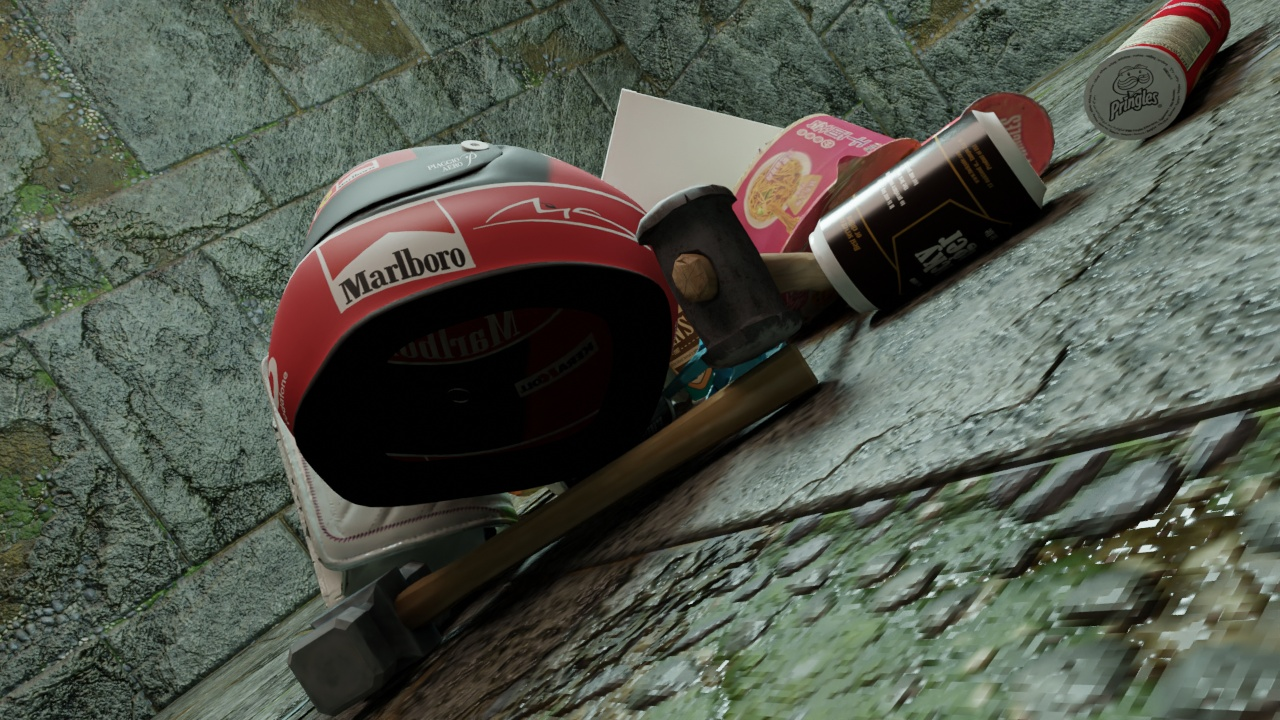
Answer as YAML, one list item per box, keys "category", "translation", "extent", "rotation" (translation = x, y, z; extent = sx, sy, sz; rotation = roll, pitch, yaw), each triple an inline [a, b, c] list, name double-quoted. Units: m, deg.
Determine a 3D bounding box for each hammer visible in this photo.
- category: "hammer"
  translation: [-0.045, 0.088, 0.519]
  extent: [0.323, 0.051, 0.117]
  rotation: [-33, -1, 8]
- category: "hammer"
  translation: [0.108, -0.059, 0.614]
  extent: [0.052, 0.098, 0.327]
  rotation: [-33, -12, 30]

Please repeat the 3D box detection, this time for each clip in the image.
- category: "clip"
  translation: [0.072, 0.011, 0.643]
  extent: [0.031, 0.121, 0.129]
  rotation: [-29, 35, 40]

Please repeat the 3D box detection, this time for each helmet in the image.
- category: "helmet"
  translation: [-0.110, -0.037, 0.598]
  extent: [0.270, 0.224, 0.198]
  rotation: [-8, -56, -29]

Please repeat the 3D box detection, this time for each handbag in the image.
- category: "handbag"
  translation: [-0.185, 0.075, 0.675]
  extent: [0.141, 0.198, 0.096]
  rotation: [-13, -40, -25]

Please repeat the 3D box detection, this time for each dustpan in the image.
- category: "dustpan"
  translation: [0.047, -0.107, 0.870]
  extent: [0.053, 0.191, 0.258]
  rotation: [-92, 15, -66]

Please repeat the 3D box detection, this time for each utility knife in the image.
- category: "utility knife"
  translation: [-0.190, 0.205, 0.671]
  extent: [0.224, 0.015, 0.031]
  rotation: [-39, -1, -35]

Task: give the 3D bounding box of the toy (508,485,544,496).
- category: "toy"
  translation: [-0.072, 0.080, 0.897]
  extent: [0.154, 0.064, 0.171]
  rotation: [-42, 4, -17]

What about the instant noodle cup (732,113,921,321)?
- category: "instant noodle cup"
  translation: [0.140, -0.121, 0.744]
  extent: [0.178, 0.077, 0.179]
  rotation: [-35, -27, -21]

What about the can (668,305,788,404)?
- category: "can"
  translation: [0.044, -0.049, 0.789]
  extent: [0.099, 0.144, 0.099]
  rotation: [-36, 2, 1]

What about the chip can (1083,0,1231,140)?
- category: "chip can"
  translation: [0.339, -0.196, 0.592]
  extent: [0.052, 0.052, 0.214]
  rotation: [-34, 2, 46]

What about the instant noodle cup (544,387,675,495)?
- category: "instant noodle cup"
  translation: [-0.057, 0.041, 0.749]
  extent: [0.112, 0.137, 0.137]
  rotation: [-46, 5, -17]

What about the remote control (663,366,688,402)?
- category: "remote control"
  translation: [-0.005, 0.005, 0.823]
  extent: [0.050, 0.143, 0.024]
  rotation: [10, 73, 35]

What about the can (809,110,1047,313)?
- category: "can"
  translation: [0.175, -0.089, 0.564]
  extent: [0.129, 0.072, 0.071]
  rotation: [-35, 2, 26]

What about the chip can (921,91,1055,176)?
- category: "chip can"
  translation: [0.270, -0.165, 0.779]
  extent: [0.073, 0.073, 0.233]
  rotation: [-36, 1, 5]
